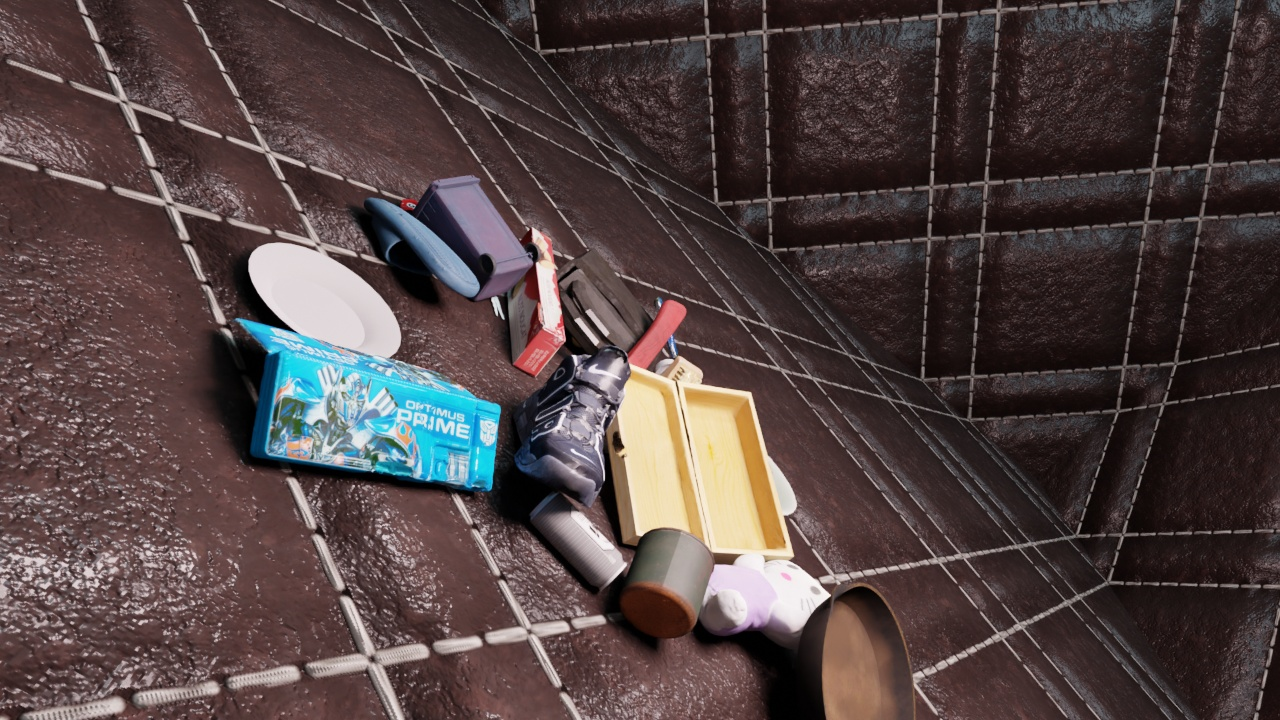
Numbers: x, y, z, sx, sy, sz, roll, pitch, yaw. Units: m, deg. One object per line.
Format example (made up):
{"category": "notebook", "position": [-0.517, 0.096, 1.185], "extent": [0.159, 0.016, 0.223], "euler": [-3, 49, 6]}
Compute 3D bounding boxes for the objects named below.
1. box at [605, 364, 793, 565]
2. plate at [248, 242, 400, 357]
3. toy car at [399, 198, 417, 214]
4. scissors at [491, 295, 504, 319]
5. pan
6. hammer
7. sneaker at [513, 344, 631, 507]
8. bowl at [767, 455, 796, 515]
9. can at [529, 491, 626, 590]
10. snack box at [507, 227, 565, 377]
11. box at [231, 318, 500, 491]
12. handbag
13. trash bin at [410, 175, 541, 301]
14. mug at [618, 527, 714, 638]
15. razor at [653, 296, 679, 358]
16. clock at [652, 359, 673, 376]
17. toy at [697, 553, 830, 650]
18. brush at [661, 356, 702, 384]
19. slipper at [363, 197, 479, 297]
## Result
{"category": "box", "position": [0.064, 0.131, 1.164], "extent": [0.256, 0.076, 0.246], "euler": [20, 45, -37]}
{"category": "plate", "position": [-0.331, -0.056, 0.962], "extent": [0.173, 0.019, 0.172], "euler": [37, 21, -17]}
{"category": "toy car", "position": [-0.301, -0.200, 1.307], "extent": [0.089, 0.025, 0.038], "euler": [34, 22, -25]}
{"category": "scissors", "position": [-0.215, -0.102, 1.297], "extent": [0.073, 0.016, 0.134], "euler": [33, 26, -38]}
{"category": "pan", "position": [0.204, 0.384, 0.963], "extent": [0.354, 0.043, 0.249], "euler": [-31, 103, -53]}
{"category": "hammer", "position": [-0.008, 0.007, 1.254], "extent": [0.126, 0.036, 0.314], "euler": [56, 40, -15]}
{"category": "sneaker", "position": [-0.059, 0.056, 0.996], "extent": [0.097, 0.151, 0.252], "euler": [32, 7, -16]}
{"category": "bowl", "position": [0.140, 0.174, 1.323], "extent": [0.174, 0.068, 0.174], "euler": [37, 23, -19]}
{"category": "can", "position": [-0.065, 0.185, 0.943], "extent": [0.106, 0.044, 0.044], "euler": [45, 20, 5]}
{"category": "snack box", "position": [-0.151, -0.090, 1.279], "extent": [0.044, 0.077, 0.272], "euler": [29, 27, -28]}
{"category": "box", "position": [-0.240, 0.032, 0.852], "extent": [0.243, 0.075, 0.166], "euler": [20, 38, -48]}
{"category": "handbag", "position": [-0.060, -0.054, 1.352], "extent": [0.197, 0.102, 0.199], "euler": [51, 11, -3]}
{"category": "trash bin", "position": [-0.229, -0.171, 1.252], "extent": [0.093, 0.092, 0.161], "euler": [-24, 75, -51]}
{"category": "mug", "position": [0.029, 0.241, 0.949], "extent": [0.081, 0.085, 0.111], "euler": [-63, 147, -51]}
{"category": "razor", "position": [0.048, -0.030, 1.409], "extent": [0.141, 0.018, 0.043], "euler": [68, 17, -1]}
{"category": "clock", "position": [0.062, 0.057, 1.436], "extent": [0.120, 0.061, 0.159], "euler": [43, 15, -3]}
{"category": "toy", "position": [0.142, 0.284, 1.068], "extent": [0.209, 0.085, 0.138], "euler": [19, 12, -37]}
{"category": "brush", "position": [0.042, 0.055, 1.302], "extent": [0.049, 0.117, 0.039], "euler": [33, 3, -30]}
{"category": "slipper", "position": [-0.282, -0.137, 1.171], "extent": [0.214, 0.059, 0.103], "euler": [41, 6, 30]}
